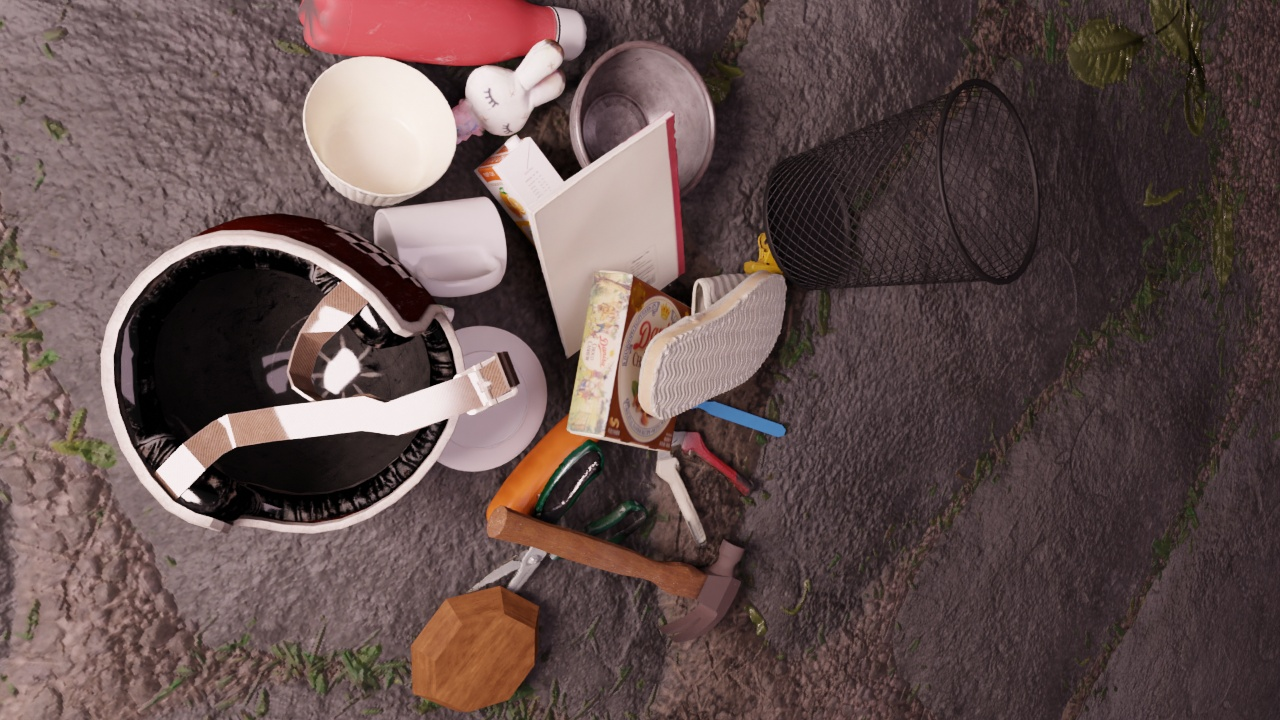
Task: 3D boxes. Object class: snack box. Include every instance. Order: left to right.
[{"bbox_3d":[-0.005,0.005,0.848,0.143,0.041,0.147,23,76,-62],"label":"snack box"}]

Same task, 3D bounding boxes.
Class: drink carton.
[{"bbox_3d":[-0.090,-0.140,0.817,0.040,0.059,0.122,-46,116,-16],"label":"drink carton"}]

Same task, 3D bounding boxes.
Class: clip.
[{"bbox_3d":[0.134,-0.112,0.975,0.053,0.037,0.046,0,109,-28],"label":"clip"}]

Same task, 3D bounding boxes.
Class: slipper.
[{"bbox_3d":[0.069,-0.021,0.879,0.271,0.054,0.114,-33,128,-52],"label":"slipper"}]

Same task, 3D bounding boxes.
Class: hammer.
[{"bbox_3d":[-0.015,0.197,0.888,0.322,0.033,0.115,28,87,-40],"label":"hammer"}]

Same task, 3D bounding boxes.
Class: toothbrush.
[{"bbox_3d":[0.092,0.056,0.976,0.166,0.014,0.016,20,87,-34],"label":"toothbrush"}]

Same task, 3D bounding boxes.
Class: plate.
[{"bbox_3d":[-0.147,0.273,0.849,0.131,0.025,0.131,-11,113,-27],"label":"plate"},{"bbox_3d":[-0.145,0.036,0.838,0.134,0.011,0.134,-4,99,-29],"label":"plate"}]

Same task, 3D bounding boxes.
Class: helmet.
[{"bbox_3d":[-0.234,0.009,0.640,0.234,0.253,0.233,44,90,-1],"label":"helmet"}]

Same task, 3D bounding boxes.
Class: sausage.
[{"bbox_3d":[-0.084,0.096,0.865,0.164,0.039,0.044,-47,122,-16],"label":"sausage"}]

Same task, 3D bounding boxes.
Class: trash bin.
[{"bbox_3d":[0.245,-0.153,0.899,0.183,0.211,0.184,4,83,-42],"label":"trash bin"}]

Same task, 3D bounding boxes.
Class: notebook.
[{"bbox_3d":[-0.021,-0.103,0.812,0.152,0.012,0.209,-38,152,-18],"label":"notebook"}]

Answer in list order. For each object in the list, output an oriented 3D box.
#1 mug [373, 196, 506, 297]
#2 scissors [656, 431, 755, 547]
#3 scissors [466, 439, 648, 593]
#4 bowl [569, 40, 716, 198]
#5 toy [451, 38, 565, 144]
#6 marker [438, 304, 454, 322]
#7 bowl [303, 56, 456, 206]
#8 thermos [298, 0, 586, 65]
[{"bbox_3d":[-0.159,-0.086,0.758,0.090,0.110,0.074,-13,129,-27],"label":"mug"},{"bbox_3d":[0.049,0.109,0.955,0.186,0.015,0.179,1,96,-28],"label":"scissors"},{"bbox_3d":[-0.067,0.172,0.882,0.179,0.015,0.206,24,106,-50],"label":"scissors"},{"bbox_3d":[-0.008,-0.214,0.848,0.144,0.067,0.145,-4,99,-29],"label":"bowl"},{"bbox_3d":[-0.115,-0.225,0.788,0.122,0.079,0.038,-32,71,0],"label":"toy"},{"bbox_3d":[-0.228,-0.055,0.775,0.145,0.017,0.017,14,90,-30],"label":"marker"},{"bbox_3d":[-0.210,-0.174,0.731,0.115,0.063,0.115,5,76,-22],"label":"bowl"},{"bbox_3d":[-0.152,-0.280,0.755,0.239,0.073,0.073,-6,99,-34],"label":"thermos"}]
